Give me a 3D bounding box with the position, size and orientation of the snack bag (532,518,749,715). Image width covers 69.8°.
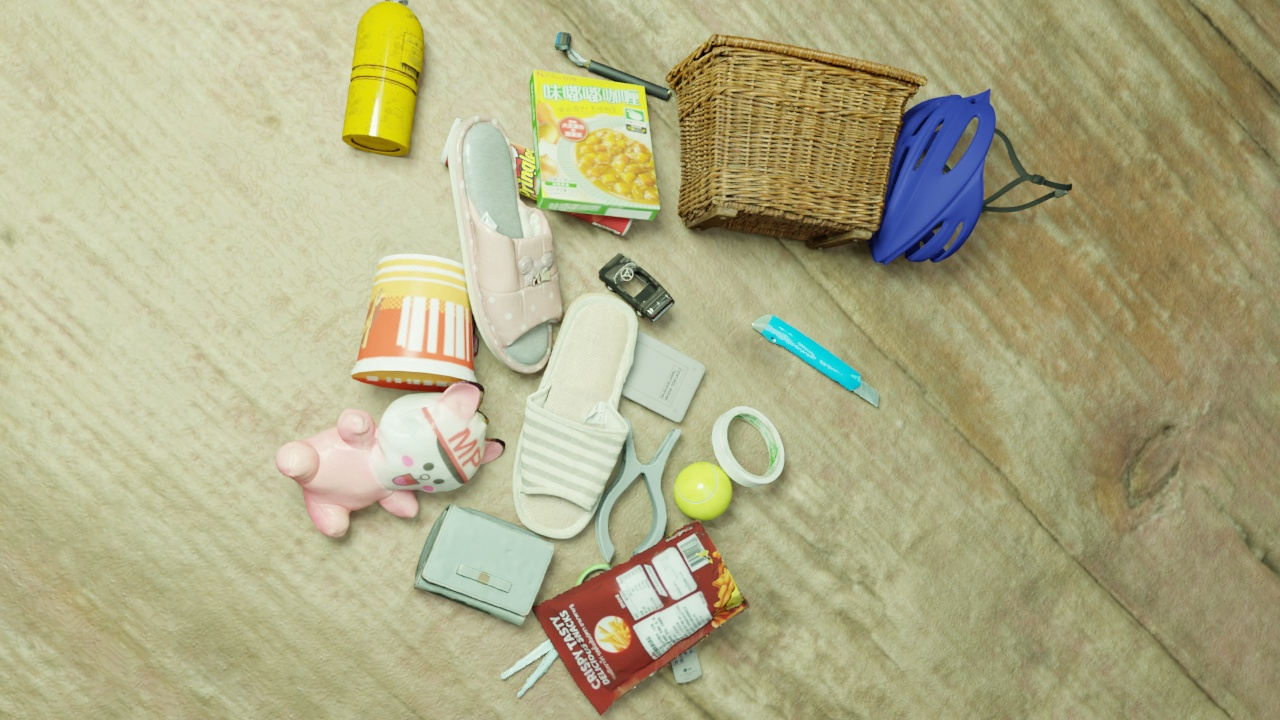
[{"bbox_3d":[0.005,0.274,0.997,0.208,0.067,0.139,-32,96,-7],"label":"snack bag"}]

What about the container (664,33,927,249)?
[{"bbox_3d":[0.161,-0.230,1.017,0.249,0.162,0.183,5,90,-16],"label":"container"}]

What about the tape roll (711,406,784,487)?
[{"bbox_3d":[0.123,0.098,1.043,0.093,0.018,0.093,19,56,-30],"label":"tape roll"}]

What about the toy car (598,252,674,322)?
[{"bbox_3d":[-0.005,-0.083,1.021,0.040,0.037,0.092,-43,64,-10],"label":"toy car"}]

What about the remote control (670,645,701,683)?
[{"bbox_3d":[0.038,0.296,1.039,0.033,0.013,0.136,-15,90,-11],"label":"remote control"}]

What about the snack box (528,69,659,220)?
[{"bbox_3d":[-0.051,-0.235,1.001,0.131,0.027,0.167,2,65,-20],"label":"snack box"}]

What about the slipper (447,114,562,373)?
[{"bbox_3d":[-0.134,-0.117,0.954,0.113,0.055,0.274,-35,118,-51],"label":"slipper"}]

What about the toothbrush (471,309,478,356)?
[{"bbox_3d":[-0.178,-0.098,1.006,0.016,0.016,0.189,5,86,-12],"label":"toothbrush"}]

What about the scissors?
[{"bbox_3d":[-0.087,0.295,1.013,0.174,0.032,0.093,-34,98,-16],"label":"scissors"}]

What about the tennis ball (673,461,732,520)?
[{"bbox_3d":[0.070,0.146,1.027,0.065,0.065,0.065,1,87,-13],"label":"tennis ball"}]

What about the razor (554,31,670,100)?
[{"bbox_3d":[-0.032,-0.331,1.050,0.144,0.022,0.042,22,38,-15],"label":"razor"}]

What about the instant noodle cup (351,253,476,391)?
[{"bbox_3d":[-0.227,-0.038,0.946,0.123,0.124,0.121,5,79,-13],"label":"instant noodle cup"}]

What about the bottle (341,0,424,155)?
[{"bbox_3d":[-0.267,-0.307,0.969,0.071,0.071,0.163,8,86,-13],"label":"bottle"}]

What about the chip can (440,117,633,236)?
[{"bbox_3d":[-0.108,-0.200,1.009,0.214,0.052,0.051,21,83,-11],"label":"chip can"}]

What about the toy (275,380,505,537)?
[{"bbox_3d":[-0.250,0.094,0.941,0.213,0.084,0.142,-21,129,-8],"label":"toy"}]

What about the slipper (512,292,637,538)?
[{"bbox_3d":[-0.068,0.060,0.994,0.114,0.054,0.272,14,91,-5],"label":"slipper"}]

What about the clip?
[{"bbox_3d":[0.013,0.153,1.034,0.115,0.028,0.163,12,86,-13],"label":"clip"}]

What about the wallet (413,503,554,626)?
[{"bbox_3d":[-0.166,0.219,0.980,0.131,0.054,0.100,23,83,-16],"label":"wallet"}]

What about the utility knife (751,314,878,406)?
[{"bbox_3d":[0.213,-0.001,1.092,0.185,0.015,0.031,34,84,-7],"label":"utility knife"}]

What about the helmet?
[{"bbox_3d":[0.379,-0.194,1.069,0.227,0.148,0.241,23,82,-6],"label":"helmet"}]

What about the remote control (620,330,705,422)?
[{"bbox_3d":[-0.006,0.006,1.040,0.151,0.019,0.074,27,82,-11],"label":"remote control"}]
